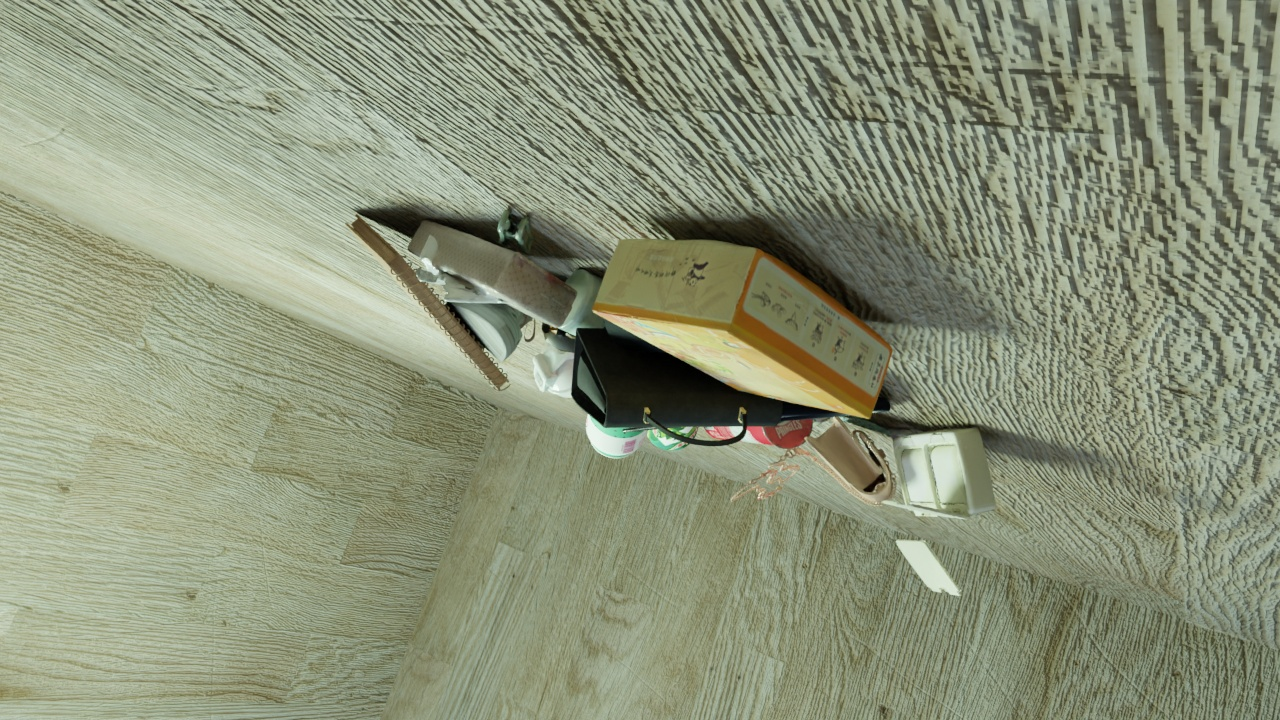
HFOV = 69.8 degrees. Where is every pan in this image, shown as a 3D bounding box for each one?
[{"bbox_3d":[0.116,0.065,1.080,0.357,0.021,0.198,-9,172,38],"label":"pan"}]

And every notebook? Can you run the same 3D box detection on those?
[{"bbox_3d":[-0.239,-0.064,1.041,0.169,0.022,0.210,36,165,51],"label":"notebook"}]

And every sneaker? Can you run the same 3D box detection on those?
[{"bbox_3d":[-0.162,-0.061,1.062,0.099,0.089,0.236,52,169,-16],"label":"sneaker"}]

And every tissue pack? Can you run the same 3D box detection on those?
[{"bbox_3d":[-0.159,-0.084,0.913,0.181,0.071,0.103,29,180,43],"label":"tissue pack"}]

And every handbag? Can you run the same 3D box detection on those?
[{"bbox_3d":[0.041,0.035,0.846,0.175,0.072,0.195,1,-160,-15],"label":"handbag"},{"bbox_3d":[0.239,0.173,1.199,0.116,0.187,0.198,52,-174,20],"label":"handbag"}]

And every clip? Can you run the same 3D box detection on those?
[{"bbox_3d":[-0.114,-0.116,0.829,0.047,0.023,0.076,19,173,-4],"label":"clip"}]

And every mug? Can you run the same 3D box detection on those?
[{"bbox_3d":[0.030,-0.043,0.838,0.105,0.071,0.078,-2,-176,-32],"label":"mug"}]

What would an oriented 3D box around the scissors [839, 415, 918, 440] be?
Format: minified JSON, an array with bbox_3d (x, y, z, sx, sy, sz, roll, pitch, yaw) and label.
[{"bbox_3d":[0.331,0.094,1.177,0.172,0.014,0.159,25,171,-12],"label":"scissors"}]

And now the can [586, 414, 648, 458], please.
[{"bbox_3d":[-0.025,0.059,1.257,0.088,0.088,0.166,19,141,5],"label":"can"}]

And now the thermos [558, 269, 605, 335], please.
[{"bbox_3d":[0.018,-0.022,0.972,0.230,0.068,0.068,26,170,-29],"label":"thermos"}]

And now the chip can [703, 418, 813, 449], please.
[{"bbox_3d":[0.157,0.083,1.293,0.073,0.073,0.233,22,172,-15],"label":"chip can"}]

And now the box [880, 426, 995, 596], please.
[{"bbox_3d":[0.321,0.179,1.043,0.101,0.194,0.144,-9,173,-14],"label":"box"}]

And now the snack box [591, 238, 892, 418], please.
[{"bbox_3d":[0.085,-0.031,0.720,0.145,0.080,0.195,12,168,47],"label":"snack box"}]

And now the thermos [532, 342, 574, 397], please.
[{"bbox_3d":[-0.064,0.024,1.345,0.099,0.099,0.220,13,173,36],"label":"thermos"}]

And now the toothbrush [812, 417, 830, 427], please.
[{"bbox_3d":[0.238,0.071,1.205,0.024,0.022,0.185,3,172,2],"label":"toothbrush"}]

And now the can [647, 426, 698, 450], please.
[{"bbox_3d":[0.049,0.078,1.362,0.083,0.083,0.144,19,158,6],"label":"can"}]

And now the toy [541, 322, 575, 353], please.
[{"bbox_3d":[-0.095,-0.042,1.120,0.076,0.063,0.100,54,-169,6],"label":"toy"}]
